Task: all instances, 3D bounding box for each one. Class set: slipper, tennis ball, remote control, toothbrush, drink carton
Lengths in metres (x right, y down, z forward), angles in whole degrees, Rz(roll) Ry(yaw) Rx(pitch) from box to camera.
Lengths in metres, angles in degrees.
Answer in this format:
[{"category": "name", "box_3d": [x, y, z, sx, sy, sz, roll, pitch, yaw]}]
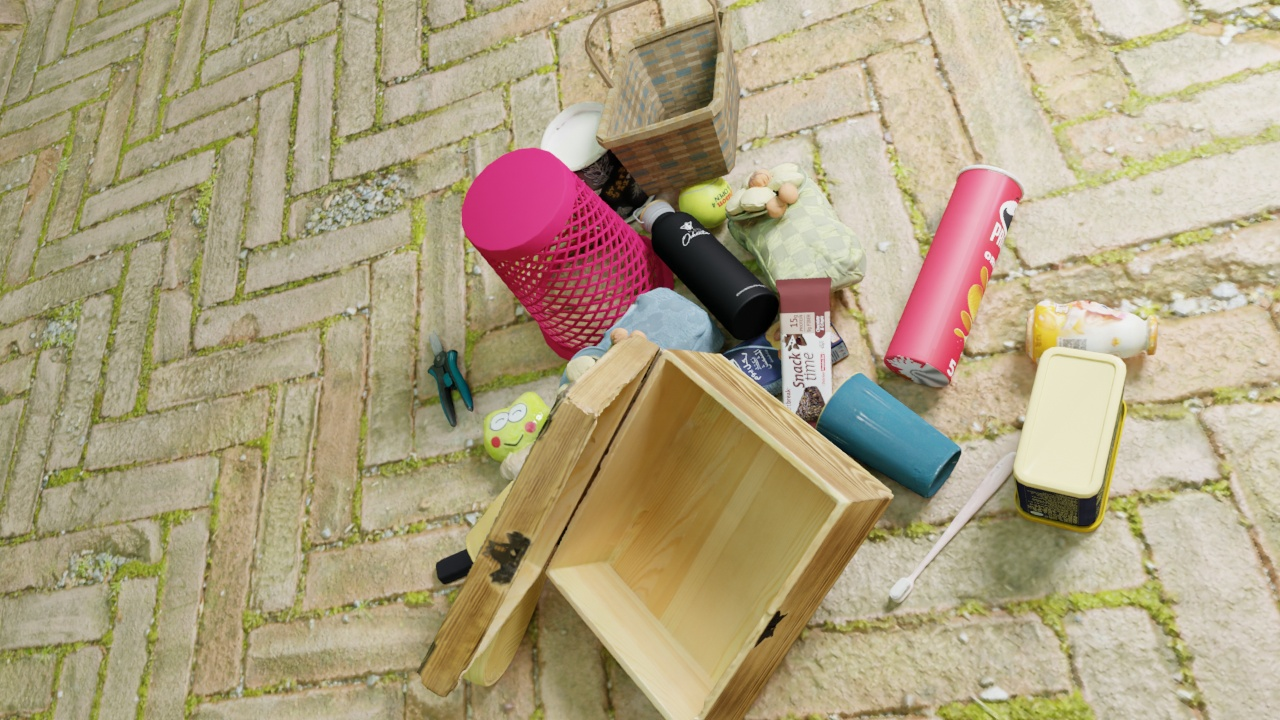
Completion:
[{"category": "slipper", "box_3d": [-0.142, 0.209, 0.975, 0.078, 0.099, 0.263, 18, 86, 19]}, {"category": "tennis ball", "box_3d": [0.078, -0.190, 1.091, 0.065, 0.065, 0.065, -11, 63, 21]}, {"category": "remote control", "box_3d": [-0.175, 0.217, 1.048, 0.136, 0.015, 0.032, -25, 58, 13]}, {"category": "toothbrush", "box_3d": [0.293, 0.154, 0.855, 0.181, 0.018, 0.016, -49, 57, -3]}, {"category": "drink carton", "box_3d": [0.151, -0.004, 0.983, 0.130, 0.040, 0.064, -31, 56, 10]}]

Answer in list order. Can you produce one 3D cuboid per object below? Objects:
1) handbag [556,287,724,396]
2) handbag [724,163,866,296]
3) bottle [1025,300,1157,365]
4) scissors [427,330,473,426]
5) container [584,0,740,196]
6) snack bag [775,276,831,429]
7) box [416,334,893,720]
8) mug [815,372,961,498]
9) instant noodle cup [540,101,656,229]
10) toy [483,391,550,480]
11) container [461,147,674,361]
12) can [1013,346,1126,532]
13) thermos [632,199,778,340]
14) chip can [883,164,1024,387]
[{"category": "handbag", "box_3d": [-0.006, 0.006, 0.996, 0.192, 0.118, 0.122, -49, 53, -1]}, {"category": "handbag", "box_3d": [0.163, -0.146, 0.989, 0.113, 0.117, 0.186, -31, 41, 6]}, {"category": "bottle", "box_3d": [0.417, -0.024, 0.851, 0.109, 0.063, 0.063, 2, 68, 26]}, {"category": "scissors", "box_3d": [-0.241, 0.018, 1.171, 0.141, 0.019, 0.128, 9, 77, 36]}, {"category": "container", "box_3d": [0.032, -0.337, 1.074, 0.158, 0.186, 0.249, -12, 42, 20]}, {"category": "snack bag", "box_3d": [0.169, -0.005, 0.938, 0.057, 0.013, 0.158, -1, 100, 12]}, {"category": "box", "box_3d": [-0.024, 0.142, 0.791, 0.282, 0.314, 0.280, 42, 114, 36]}, {"category": "mug", "box_3d": [0.241, 0.075, 0.886, 0.121, 0.078, 0.078, 36, 85, 28]}, {"category": "instant noodle cup", "box_3d": [-0.057, -0.251, 1.156, 0.137, 0.112, 0.137, -11, 61, 21]}, {"category": "toy", "box_3d": [-0.136, 0.098, 1.070, 0.092, 0.046, 0.115, -28, 66, 8]}, {"category": "container", "box_3d": [-0.089, -0.123, 1.042, 0.183, 0.226, 0.183, -11, 63, 21]}, {"category": "can", "box_3d": [0.375, 0.068, 0.802, 0.075, 0.104, 0.135, 12, 72, 29]}, {"category": "thermos", "box_3d": [0.063, -0.115, 1.027, 0.061, 0.061, 0.231, -41, 51, 3]}, {"category": "chip can", "box_3d": [0.316, -0.085, 0.925, 0.069, 0.069, 0.220, 18, 76, 31]}]
